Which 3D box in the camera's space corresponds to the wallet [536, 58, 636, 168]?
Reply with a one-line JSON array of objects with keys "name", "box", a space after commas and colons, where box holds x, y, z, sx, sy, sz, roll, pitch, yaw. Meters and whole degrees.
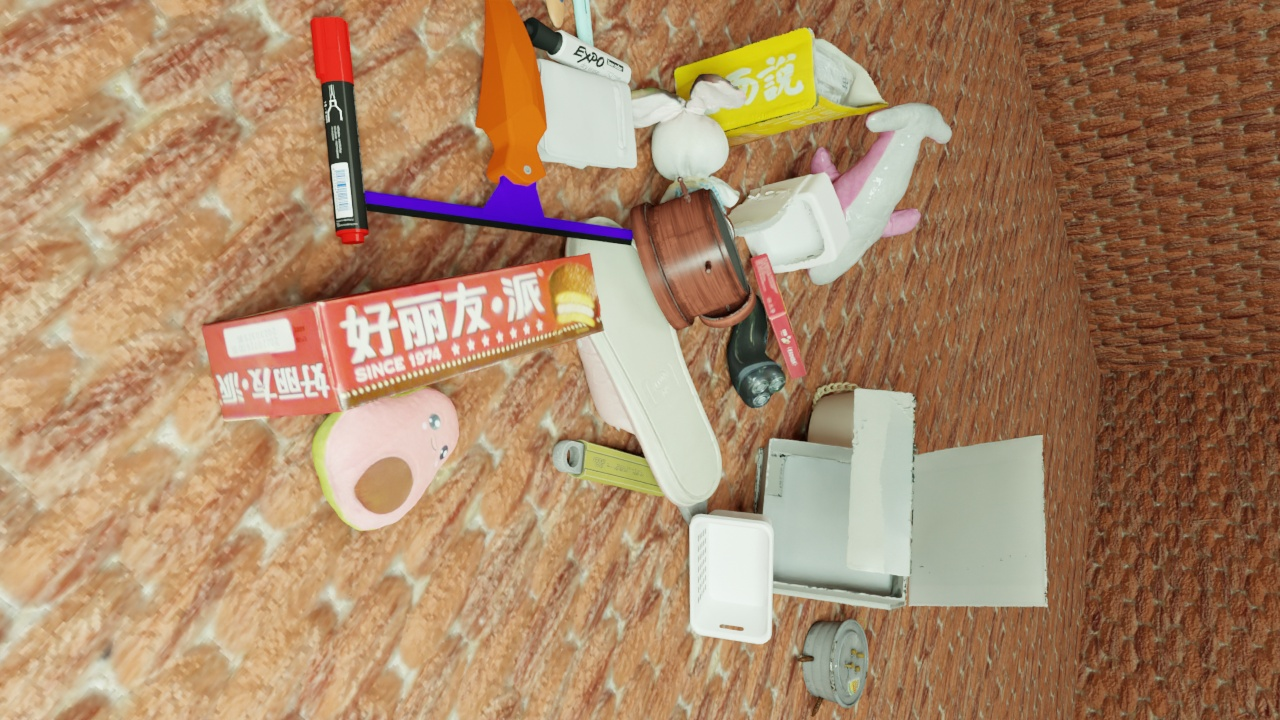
[{"name": "wallet", "box": [-0.052, -0.211, 0.802, 0.116, 0.032, 0.086, 1, 90, -47]}]

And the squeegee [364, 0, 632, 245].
[{"name": "squeegee", "box": [-0.100, -0.193, 0.706, 0.249, 0.055, 0.184, 1, 78, -43]}]

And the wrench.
[{"name": "wrench", "box": [0.008, 0.112, 0.855, 0.273, 0.018, 0.083, 22, 72, -53]}]

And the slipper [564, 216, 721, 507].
[{"name": "slipper", "box": [-0.005, 0.005, 0.820, 0.113, 0.055, 0.274, -30, 100, -49]}]

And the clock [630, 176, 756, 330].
[{"name": "clock", "box": [0.051, -0.091, 0.827, 0.157, 0.072, 0.120, 33, 40, -68]}]

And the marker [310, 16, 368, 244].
[{"name": "marker", "box": [-0.196, -0.149, 0.599, 0.023, 0.021, 0.145, -6, 90, -33]}]

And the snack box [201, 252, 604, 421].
[{"name": "snack box", "box": [-0.137, -0.020, 0.584, 0.235, 0.113, 0.060, -21, 101, -55]}]

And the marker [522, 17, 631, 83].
[{"name": "marker", "box": [-0.057, -0.269, 0.807, 0.125, 0.025, 0.025, 9, 78, -49]}]

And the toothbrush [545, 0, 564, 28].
[{"name": "toothbrush", "box": [-0.077, -0.359, 0.810, 0.021, 0.017, 0.135, 2, 86, -51]}]

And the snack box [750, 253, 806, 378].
[{"name": "snack box", "box": [0.158, -0.049, 1.045, 0.133, 0.021, 0.089, 57, 18, -53]}]

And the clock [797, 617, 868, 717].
[{"name": "clock", "box": [0.249, 0.365, 1.137, 0.147, 0.056, 0.104, -32, 111, -50]}]

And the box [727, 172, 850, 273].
[{"name": "box", "box": [0.154, -0.145, 1.030, 0.124, 0.109, 0.136, 63, 39, -25]}]

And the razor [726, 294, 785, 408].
[{"name": "razor", "box": [0.128, -0.015, 1.011, 0.053, 0.064, 0.140, 74, 19, -53]}]

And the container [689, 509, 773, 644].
[{"name": "container", "box": [0.093, 0.206, 0.902, 0.049, 0.081, 0.129, -41, 133, -66]}]

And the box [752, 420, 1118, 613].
[{"name": "box", "box": [0.288, 0.168, 0.944, 0.150, 0.370, 0.166, 29, 61, -46]}]

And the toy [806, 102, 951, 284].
[{"name": "toy", "box": [0.268, -0.219, 1.156, 0.186, 0.266, 0.127, -4, 48, -37]}]

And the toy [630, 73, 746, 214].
[{"name": "toy", "box": [0.059, -0.185, 0.916, 0.105, 0.131, 0.205, -66, 145, -59]}]

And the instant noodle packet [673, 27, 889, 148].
[{"name": "instant noodle packet", "box": [0.161, -0.283, 1.011, 0.221, 0.163, 0.084, -7, 90, -56]}]

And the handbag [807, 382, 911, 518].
[{"name": "handbag", "box": [0.273, 0.150, 1.182, 0.211, 0.103, 0.208, 68, 30, -22]}]

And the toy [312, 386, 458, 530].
[{"name": "toy", "box": [-0.160, 0.055, 0.592, 0.109, 0.051, 0.090, -47, 131, -52]}]

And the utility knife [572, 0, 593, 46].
[{"name": "utility knife", "box": [-0.055, -0.325, 0.838, 0.022, 0.015, 0.129, -15, 101, -52]}]
